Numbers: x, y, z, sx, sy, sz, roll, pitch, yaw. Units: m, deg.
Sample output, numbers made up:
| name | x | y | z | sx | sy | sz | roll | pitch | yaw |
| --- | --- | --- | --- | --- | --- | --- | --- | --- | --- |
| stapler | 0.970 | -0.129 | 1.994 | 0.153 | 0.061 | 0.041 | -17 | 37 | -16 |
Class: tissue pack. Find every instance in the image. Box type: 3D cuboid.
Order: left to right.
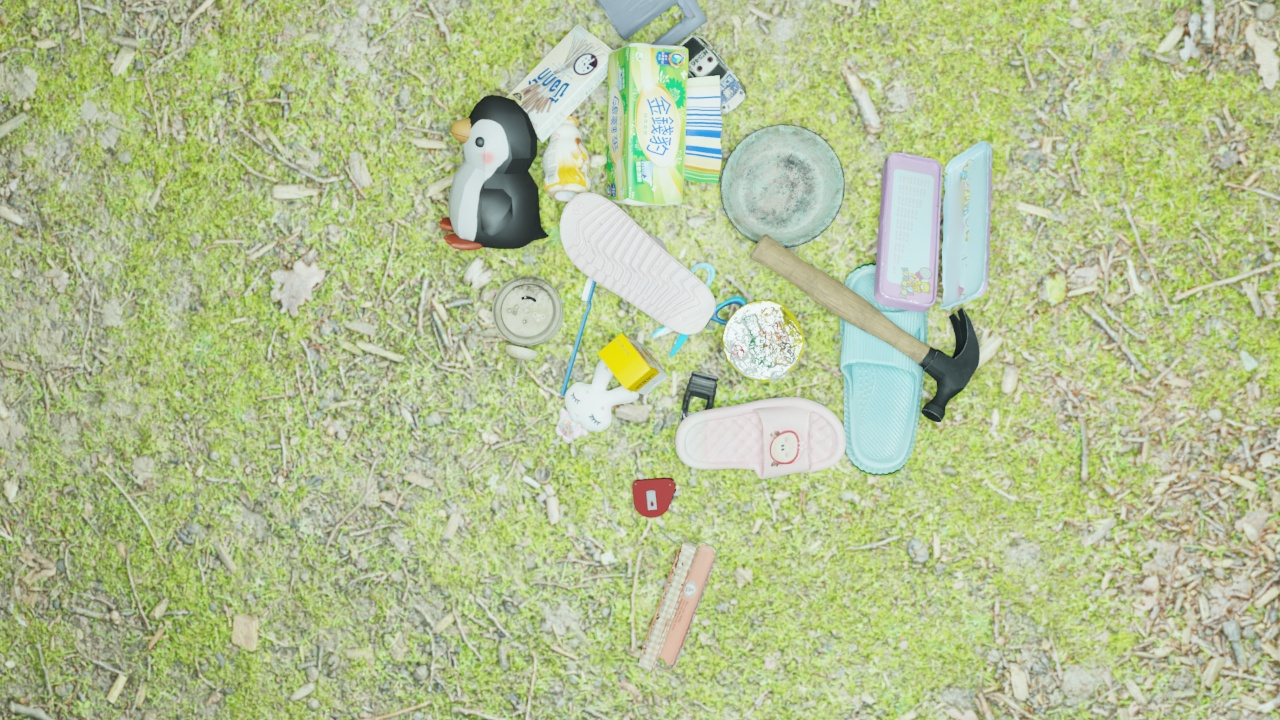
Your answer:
| name | x | y | z | sx | sy | sz | roll | pitch | yaw |
| --- | --- | --- | --- | --- | --- | --- | --- | --- | --- |
| tissue pack | 0.037 | -0.294 | 1.164 | 0.141 | 0.120 | 0.198 | -2 | 108 | -17 |

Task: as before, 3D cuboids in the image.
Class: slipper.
| name | x | y | z | sx | sy | sz | roll | pitch | yaw |
| --- | --- | --- | --- | --- | --- | --- | --- | --- | --- |
| slipper | -0.006 | -0.124 | 1.206 | 0.239 | 0.064 | 0.094 | 38 | 99 | -6 |
| slipper | 0.155 | 0.102 | 1.182 | 0.221 | 0.055 | 0.107 | -1 | 110 | -2 |
| slipper | 0.310 | 0.013 | 1.172 | 0.116 | 0.069 | 0.276 | 1 | 93 | 4 |

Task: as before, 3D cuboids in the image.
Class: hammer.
| name | x | y | z | sx | sy | sz | roll | pitch | yaw |
| --- | --- | --- | --- | --- | --- | --- | --- | --- | --- |
| hammer | 0.274 | -0.063 | 1.133 | 0.305 | 0.040 | 0.132 | 34 | 77 | 3 |

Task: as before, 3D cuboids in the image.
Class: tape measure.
| name | x | y | z | sx | sy | sz | roll | pitch | yaw |
| --- | --- | --- | --- | --- | --- | --- | --- | --- | --- |
| tape measure | 0.020 | 0.185 | 1.236 | 0.059 | 0.019 | 0.051 | -5 | 91 | 7 |

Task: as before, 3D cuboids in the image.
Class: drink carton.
| name | x | y | z | sx | sy | sz | roll | pitch | yaw |
| --- | --- | --- | --- | --- | --- | --- | --- | --- | --- |
| drink carton | -0.007 | 0.007 | 1.183 | 0.040 | 0.122 | 0.058 | -40 | 77 | 6 |

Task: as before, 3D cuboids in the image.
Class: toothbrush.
| name | x | y | z | sx | sy | sz | roll | pitch | yaw |
| --- | --- | --- | --- | --- | --- | --- | --- | --- | --- |
| toothbrush | -0.086 | -0.033 | 1.242 | 0.014 | 0.016 | 0.166 | 17 | 95 | 6 |

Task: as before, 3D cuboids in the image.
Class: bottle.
| name | x | y | z | sx | sy | sz | roll | pitch | yaw |
| --- | --- | --- | --- | --- | --- | --- | --- | --- | --- |
| bottle | -0.098 | -0.267 | 1.211 | 0.063 | 0.063 | 0.108 | -4 | 78 | 7 |

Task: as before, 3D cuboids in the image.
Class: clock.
| name | x | y | z | sx | sy | sz | roll | pitch | yaw |
| --- | --- | --- | --- | --- | --- | --- | --- | --- | --- |
| clock | -0.151 | -0.045 | 1.231 | 0.093 | 0.054 | 0.140 | 12 | 86 | 7 |

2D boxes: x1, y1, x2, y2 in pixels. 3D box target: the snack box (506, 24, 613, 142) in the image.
| name | x | y | z | sx | sy | sz | roll | pitch | yaw |
| --- | --- | --- | --- | --- | --- | --- | --- | --- | --- |
| snack box | -0.105 | -0.364 | 1.203 | 0.150 | 0.026 | 0.082 | -46 | 63 | 0 |

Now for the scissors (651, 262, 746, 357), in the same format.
| name | x | y | z | sx | sy | sz | roll | pitch | yaw |
| --- | --- | --- | --- | --- | --- | --- | --- | --- | --- |
| scissors | 0.082 | -0.054 | 1.224 | 0.113 | 0.013 | 0.140 | 30 | 93 | 3 |

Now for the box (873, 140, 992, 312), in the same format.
| name | x | y | z | sx | sy | sz | roll | pitch | yaw |
| --- | --- | --- | --- | --- | --- | --- | --- | --- | --- |
| box | 0.362 | -0.162 | 1.121 | 0.140 | 0.062 | 0.213 | -3 | 65 | 30 |

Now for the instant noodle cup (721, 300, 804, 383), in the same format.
| name | x | y | z | sx | sy | sz | roll | pitch | yaw |
| --- | --- | --- | --- | --- | --- | --- | --- | --- | --- |
| instant noodle cup | 0.155 | -0.024 | 1.166 | 0.102 | 0.108 | 0.102 | 0 | 92 | 6 |

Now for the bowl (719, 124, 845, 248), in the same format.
| name | x | y | z | sx | sy | sz | roll | pitch | yaw |
| --- | --- | --- | --- | --- | --- | --- | --- | --- | --- |
| bowl | 0.183 | -0.223 | 1.190 | 0.157 | 0.038 | 0.157 | 0 | 92 | 7 |

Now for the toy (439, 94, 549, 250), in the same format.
| name | x | y | z | sx | sy | sz | roll | pitch | yaw |
| --- | --- | --- | --- | --- | --- | --- | --- | --- | --- |
| toy | -0.175 | -0.242 | 1.171 | 0.140 | 0.159 | 0.184 | 2 | 115 | -20 |

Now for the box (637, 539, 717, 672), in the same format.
| name | x | y | z | sx | sy | sz | roll | pitch | yaw |
| --- | --- | --- | --- | --- | --- | --- | --- | --- | --- |
| box | 0.049 | 0.330 | 1.222 | 0.076 | 0.055 | 0.187 | 16 | 96 | -26 |

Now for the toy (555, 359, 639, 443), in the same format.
| name | x | y | z | sx | sy | sz | roll | pitch | yaw |
| --- | --- | --- | --- | --- | --- | --- | --- | --- | --- |
| toy | -0.067 | 0.060 | 1.233 | 0.125 | 0.037 | 0.076 | -42 | 86 | 4 |

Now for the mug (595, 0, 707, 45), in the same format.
| name | x | y | z | sx | sy | sz | roll | pitch | yaw |
| --- | --- | --- | --- | --- | --- | --- | --- | --- | --- |
| mug | 0.010 | -0.461 | 1.186 | 0.104 | 0.083 | 0.124 | -35 | 107 | 8 |

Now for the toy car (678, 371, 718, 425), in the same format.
| name | x | y | z | sx | sy | sz | roll | pitch | yaw |
| --- | --- | --- | --- | --- | --- | --- | --- | --- | --- |
| toy car | 0.075 | 0.058 | 1.202 | 0.040 | 0.037 | 0.092 | 14 | 127 | 5 |

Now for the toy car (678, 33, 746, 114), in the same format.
| name | x | y | z | sx | sy | sz | roll | pitch | yaw |
| --- | --- | --- | --- | --- | --- | --- | --- | --- | --- |
| toy car | 0.092 | -0.374 | 1.194 | 0.048 | 0.040 | 0.113 | -40 | 88 | 8 |
